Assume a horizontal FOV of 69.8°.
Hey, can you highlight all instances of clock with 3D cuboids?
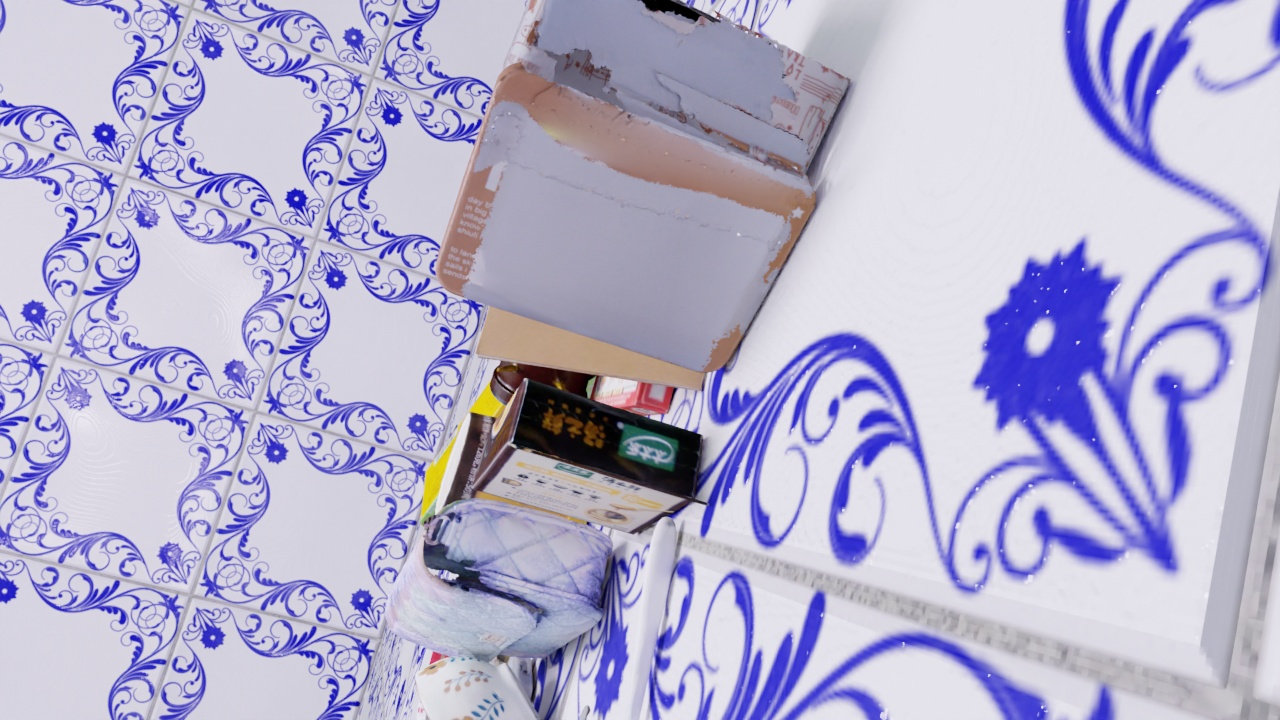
[{"bbox_3d":[-0.077,0.004,0.772,0.121,0.082,0.055,-62,-9,-68],"label":"clock"}]

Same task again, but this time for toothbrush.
[{"bbox_3d":[0.001,0.170,0.492,0.016,0.016,0.179,-32,41,57],"label":"toothbrush"}]

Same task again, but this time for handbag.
[{"bbox_3d":[-0.107,0.168,0.666,0.194,0.134,0.075,127,158,-55],"label":"handbag"}]

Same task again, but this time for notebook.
[{"bbox_3d":[-0.013,-0.088,0.621,0.012,0.149,0.211,73,-153,-66],"label":"notebook"}]

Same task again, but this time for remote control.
[{"bbox_3d":[-0.119,0.311,0.765,0.056,0.020,0.136,-117,47,-69],"label":"remote control"}]

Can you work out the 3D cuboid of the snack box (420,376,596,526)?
[{"bbox_3d":[-0.131,0.069,0.910,0.210,0.070,0.157,-54,15,2],"label":"snack box"}]

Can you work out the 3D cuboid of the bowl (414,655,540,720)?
[{"bbox_3d":[-0.110,0.261,0.667,0.062,0.113,0.113,-31,8,-12],"label":"bowl"}]

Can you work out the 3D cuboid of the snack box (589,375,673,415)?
[{"bbox_3d":[-0.004,0.004,0.698,0.153,0.025,0.075,162,123,-73],"label":"snack box"}]

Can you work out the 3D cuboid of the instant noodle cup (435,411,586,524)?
[{"bbox_3d":[-0.105,0.103,0.780,0.118,0.114,0.118,-162,91,-77],"label":"instant noodle cup"}]

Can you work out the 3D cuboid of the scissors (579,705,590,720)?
[{"bbox_3d":[-0.070,0.326,0.555,0.211,0.021,0.221,131,153,-59],"label":"scissors"}]

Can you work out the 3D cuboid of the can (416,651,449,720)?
[{"bbox_3d":[-0.200,0.327,0.986,0.053,0.053,0.132,134,151,-61],"label":"can"}]

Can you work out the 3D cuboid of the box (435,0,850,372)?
[{"bbox_3d":[-0.005,-0.107,0.533,0.156,0.183,0.193,-110,43,-69],"label":"box"}]

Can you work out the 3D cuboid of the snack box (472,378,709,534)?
[{"bbox_3d":[-0.031,0.062,0.546,0.126,0.113,0.053,133,152,-59],"label":"snack box"}]

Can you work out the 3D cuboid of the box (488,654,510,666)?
[{"bbox_3d":[-0.137,0.229,0.865,0.184,0.059,0.090,-126,56,-76],"label":"box"}]
